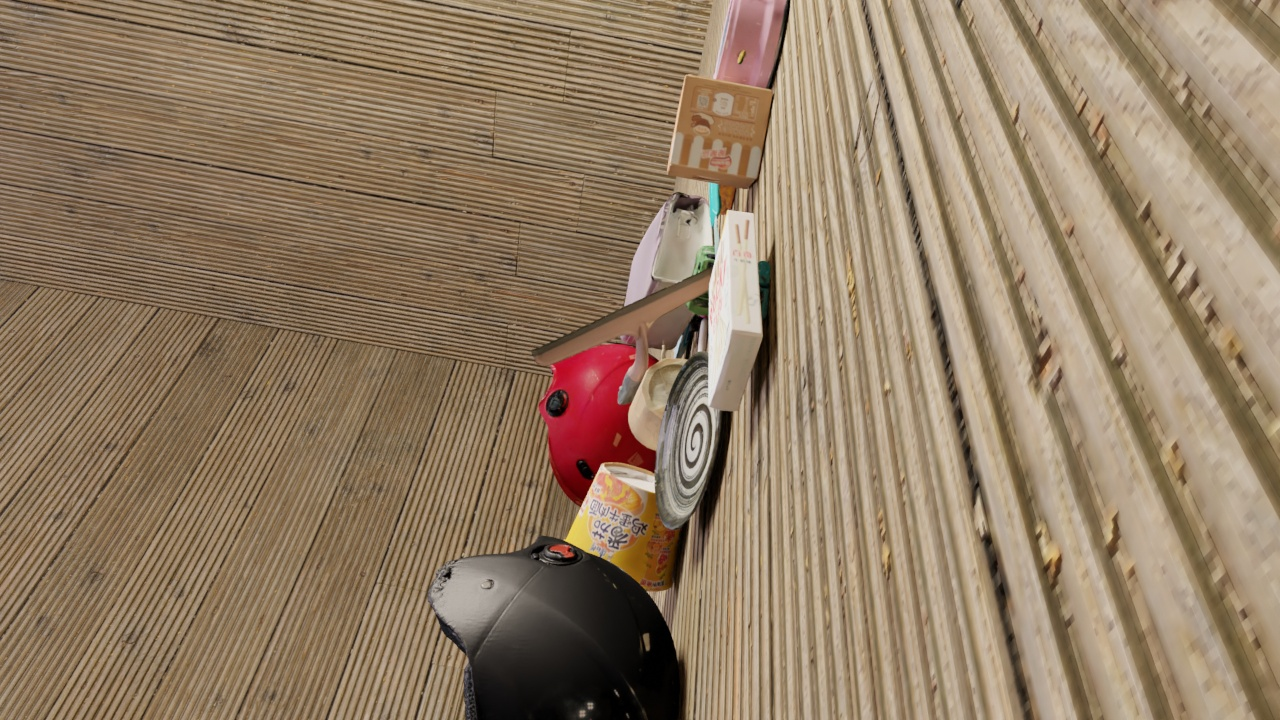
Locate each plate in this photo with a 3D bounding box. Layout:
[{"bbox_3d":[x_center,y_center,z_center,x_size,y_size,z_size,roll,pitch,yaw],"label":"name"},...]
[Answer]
[{"bbox_3d":[0.053,0.079,0.909,0.179,0.024,0.179,-170,91,-75],"label":"plate"}]

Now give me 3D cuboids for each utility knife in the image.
[{"bbox_3d":[0.088,-0.185,1.079,0.216,0.013,0.029,-86,9,-46],"label":"utility knife"}]

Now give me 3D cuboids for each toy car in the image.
[{"bbox_3d":[0.078,-0.089,1.058,0.036,0.043,0.091,-83,3,-48],"label":"toy car"}]

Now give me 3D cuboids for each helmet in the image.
[{"bbox_3d":[-0.025,0.080,1.277,0.144,0.207,0.239,-26,42,35],"label":"helmet"},{"bbox_3d":[-0.075,0.293,0.863,0.274,0.230,0.234,-66,-18,-63],"label":"helmet"}]

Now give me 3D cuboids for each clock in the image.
[{"bbox_3d":[0.117,-0.344,1.009,0.158,0.060,0.117,102,179,-89],"label":"clock"}]

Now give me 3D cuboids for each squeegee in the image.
[{"bbox_3d":[-0.006,0.006,1.069,0.040,0.247,0.250,57,162,20],"label":"squeegee"}]

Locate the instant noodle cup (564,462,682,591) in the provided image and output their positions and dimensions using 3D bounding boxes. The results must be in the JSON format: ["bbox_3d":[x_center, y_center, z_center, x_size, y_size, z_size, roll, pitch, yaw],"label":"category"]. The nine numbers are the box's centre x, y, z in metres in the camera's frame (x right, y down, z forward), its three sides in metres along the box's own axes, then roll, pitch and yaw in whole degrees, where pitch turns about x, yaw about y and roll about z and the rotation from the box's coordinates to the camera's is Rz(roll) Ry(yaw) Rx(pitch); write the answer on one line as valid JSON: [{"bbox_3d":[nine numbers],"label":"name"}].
[{"bbox_3d":[-0.010,0.186,1.056,0.138,0.138,0.110,-98,27,-84],"label":"instant noodle cup"}]

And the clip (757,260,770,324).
[{"bbox_3d":[0.097,-0.054,0.751,0.043,0.014,0.056,103,177,-66],"label":"clip"}]

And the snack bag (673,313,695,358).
[{"bbox_3d":[0.067,-0.075,1.407,0.110,0.039,0.191,-93,11,-58],"label":"snack bag"}]

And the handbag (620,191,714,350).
[{"bbox_3d":[0.040,-0.116,1.242,0.197,0.098,0.144,122,153,-64],"label":"handbag"}]

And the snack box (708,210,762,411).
[{"bbox_3d":[0.075,-0.043,0.747,0.156,0.027,0.085,-86,5,-46],"label":"snack box"}]

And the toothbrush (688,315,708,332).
[{"bbox_3d":[0.080,-0.053,1.253,0.189,0.014,0.018,141,129,-86],"label":"toothbrush"}]

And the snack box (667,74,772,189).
[{"bbox_3d":[0.082,-0.241,0.976,0.077,0.093,0.094,-111,31,-87],"label":"snack box"}]

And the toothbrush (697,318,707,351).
[{"bbox_3d":[0.067,0.028,1.151,0.016,0.016,0.179,108,172,-69],"label":"toothbrush"}]

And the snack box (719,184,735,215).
[{"bbox_3d":[0.115,-0.269,1.150,0.076,0.027,0.156,-82,3,-59],"label":"snack box"}]

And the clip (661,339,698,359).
[{"bbox_3d":[0.043,0.016,1.228,0.035,0.092,0.103,-86,18,-74],"label":"clip"}]

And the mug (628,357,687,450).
[{"bbox_3d":[0.038,0.070,1.052,0.104,0.084,0.124,108,148,-68],"label":"mug"}]
